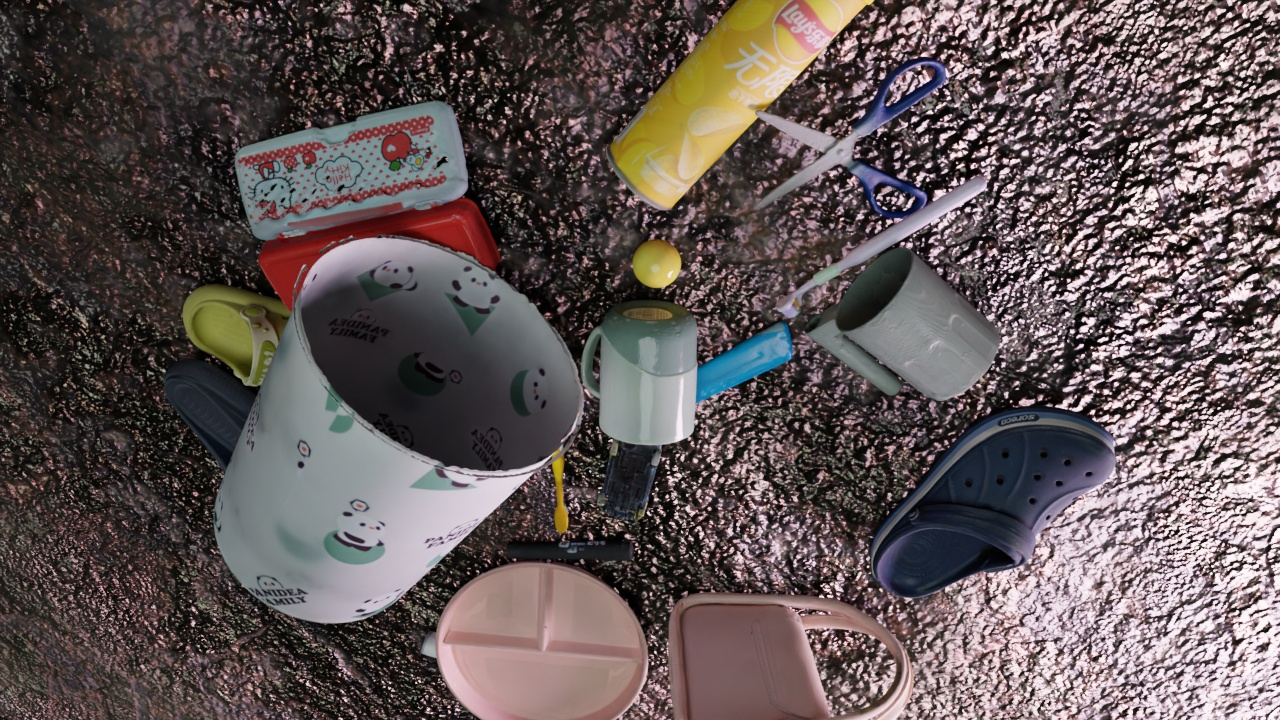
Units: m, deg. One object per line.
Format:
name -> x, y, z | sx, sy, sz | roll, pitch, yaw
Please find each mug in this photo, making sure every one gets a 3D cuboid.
mug -> -0.005, 0.005, 0.790 | 0.112, 0.082, 0.106 | 15, 114, 34
mug -> 0.213, -0.021, 0.756 | 0.103, 0.083, 0.124 | 36, 145, -14

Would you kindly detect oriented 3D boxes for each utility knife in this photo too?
utility knife -> 0.053, 0.021, 0.828 | 0.192, 0.018, 0.034 | -28, 97, 23

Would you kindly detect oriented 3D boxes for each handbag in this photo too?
handbag -> 0.146, 0.308, 0.894 | 0.234, 0.193, 0.093 | -12, 120, 3

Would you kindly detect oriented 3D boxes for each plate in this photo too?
plate -> -0.106, 0.312, 0.993 | 0.229, 0.028, 0.230 | 1, 110, 3

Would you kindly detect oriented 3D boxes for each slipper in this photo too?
slipper -> 0.303, 0.139, 0.822 | 0.105, 0.095, 0.253 | 34, 122, -15
slipper -> -0.353, 0.112, 0.877 | 0.111, 0.083, 0.268 | -21, 121, 44
slipper -> -0.332, -0.005, 0.830 | 0.190, 0.081, 0.092 | 19, 123, -1

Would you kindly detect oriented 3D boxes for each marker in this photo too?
marker -> -0.073, 0.197, 0.946 | 0.132, 0.020, 0.022 | -2, 136, 9

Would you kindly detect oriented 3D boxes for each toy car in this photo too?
toy car -> -0.010, 0.108, 0.878 | 0.049, 0.031, 0.106 | 14, 122, -1

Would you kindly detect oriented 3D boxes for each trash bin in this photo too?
trash bin -> -0.207, 0.068, 0.734 | 0.229, 0.229, 0.253 | 33, 123, -12

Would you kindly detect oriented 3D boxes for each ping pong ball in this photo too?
ping pong ball -> 0.013, -0.080, 0.761 | 0.040, 0.040, 0.040 | 3, 120, 6

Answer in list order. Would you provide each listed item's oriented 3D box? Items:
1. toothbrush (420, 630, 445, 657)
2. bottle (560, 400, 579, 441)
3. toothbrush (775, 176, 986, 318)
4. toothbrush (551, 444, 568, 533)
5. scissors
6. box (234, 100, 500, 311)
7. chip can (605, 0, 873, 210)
toothbrush -> -0.139, 0.352, 1.039 | 0.221, 0.026, 0.026 | 19, 160, -3
bottle -> -0.131, 0.087, 0.846 | 0.068, 0.067, 0.190 | 37, 118, -14
toothbrush -> 0.189, -0.089, 0.733 | 0.190, 0.029, 0.021 | -34, 78, 29
toothbrush -> -0.079, 0.088, 0.887 | 0.016, 0.018, 0.192 | 2, 118, 3
scissors -> 0.161, -0.159, 0.684 | 0.175, 0.012, 0.163 | 27, 111, -30
box -> -0.230, -0.121, 0.766 | 0.201, 0.060, 0.161 | -10, 114, 12
chip can -> 0.067, -0.206, 0.663 | 0.072, 0.071, 0.214 | 39, 117, -15
